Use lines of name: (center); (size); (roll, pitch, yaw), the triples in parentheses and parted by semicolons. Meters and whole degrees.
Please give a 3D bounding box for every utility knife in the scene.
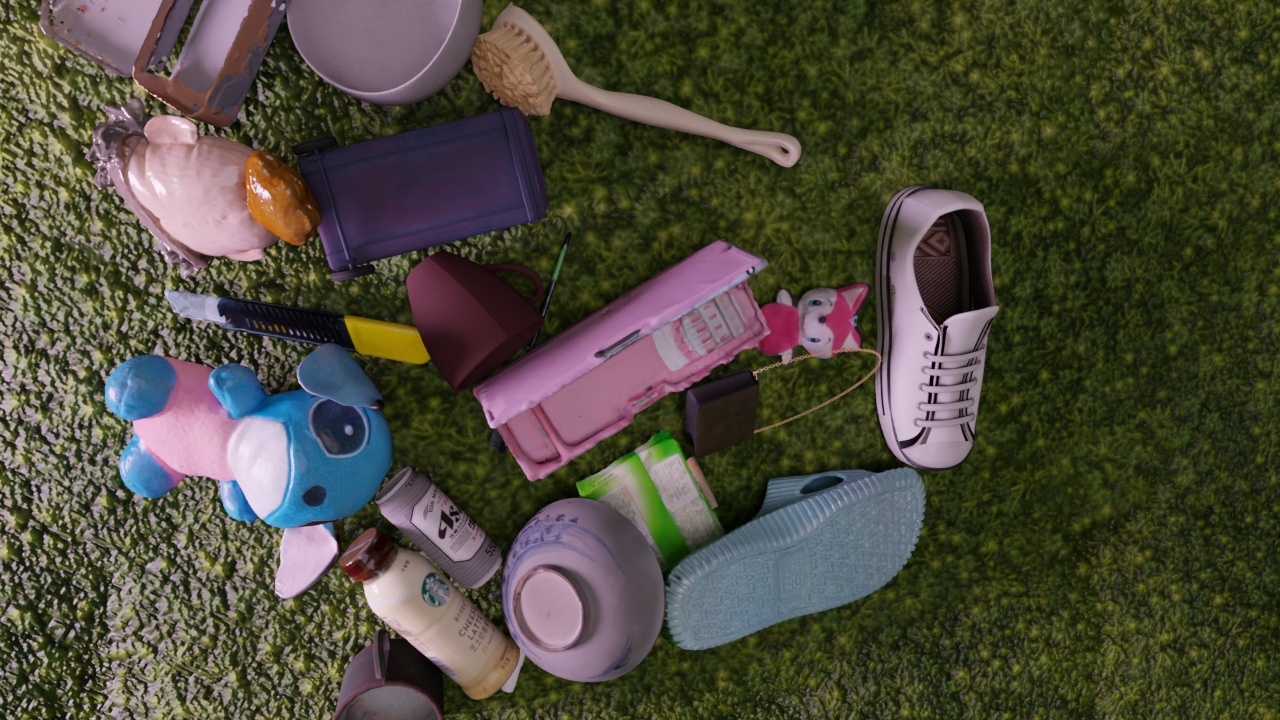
utility knife: (-0.256, -0.027, 0.696); (0.197, 0.020, 0.029); (11, 96, -14)

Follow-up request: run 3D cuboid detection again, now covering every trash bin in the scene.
trash bin: (-0.152, -0.124, 0.662); (0.160, 0.092, 0.094); (-16, 103, -10)

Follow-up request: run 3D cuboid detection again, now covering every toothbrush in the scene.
toothbrush: (-0.088, -0.014, 0.737); (0.017, 0.014, 0.188); (18, 96, -6)

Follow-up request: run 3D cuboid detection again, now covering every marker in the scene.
marker: (-0.095, 0.218, 0.777); (0.014, 0.014, 0.132); (15, 97, -14)

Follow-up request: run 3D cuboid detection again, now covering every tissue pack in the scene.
tissue pack: (0.011, 0.126, 0.772); (0.099, 0.034, 0.114); (-29, 105, -6)

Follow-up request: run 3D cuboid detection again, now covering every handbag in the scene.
handbag: (0.122, 0.025, 0.768); (0.178, 0.027, 0.084); (-18, 140, -14)

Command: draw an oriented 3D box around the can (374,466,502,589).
can: (-0.160, 0.134, 0.733); (0.044, 0.044, 0.106); (-43, 105, -2)

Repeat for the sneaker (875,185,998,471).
sneaker: (0.258, -0.022, 0.763); (0.091, 0.097, 0.245); (-3, 100, -11)

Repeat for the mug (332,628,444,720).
mug: (-0.200, 0.261, 0.728); (0.085, 0.081, 0.111); (-7, 101, -11)

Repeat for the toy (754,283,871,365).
toy: (0.145, -0.028, 0.766); (0.102, 0.050, 0.065); (-7, 106, -5)

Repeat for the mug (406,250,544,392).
mug: (-0.125, -0.044, 0.699); (0.113, 0.087, 0.088); (-39, 87, -34)

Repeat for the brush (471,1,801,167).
brush: (0.003, -0.196, 0.703); (0.272, 0.062, 0.077); (15, 81, -18)

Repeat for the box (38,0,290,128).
box: (-0.298, -0.284, 0.616); (0.157, 0.063, 0.216); (29, 99, -4)

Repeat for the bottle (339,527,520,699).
bottle: (-0.168, 0.200, 0.731); (0.056, 0.056, 0.162); (-41, 110, -2)

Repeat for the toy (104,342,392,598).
toy: (-0.283, 0.072, 0.674); (0.191, 0.098, 0.225); (14, 124, -12)

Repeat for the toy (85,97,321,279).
toy: (-0.285, -0.116, 0.616); (0.176, 0.133, 0.076); (10, 56, 21)

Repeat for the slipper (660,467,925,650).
slipper: (0.127, 0.163, 0.785); (0.275, 0.069, 0.116); (-16, 107, -23)

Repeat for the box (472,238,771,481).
box: (-0.004, 0.003, 0.691); (0.232, 0.115, 0.099); (-30, 104, -6)

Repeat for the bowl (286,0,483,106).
bowl: (-0.171, -0.243, 0.642); (0.132, 0.064, 0.132); (0, 92, 13)

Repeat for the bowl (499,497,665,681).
bowl: (-0.059, 0.187, 0.716); (0.151, 0.056, 0.151); (2, 95, 27)
